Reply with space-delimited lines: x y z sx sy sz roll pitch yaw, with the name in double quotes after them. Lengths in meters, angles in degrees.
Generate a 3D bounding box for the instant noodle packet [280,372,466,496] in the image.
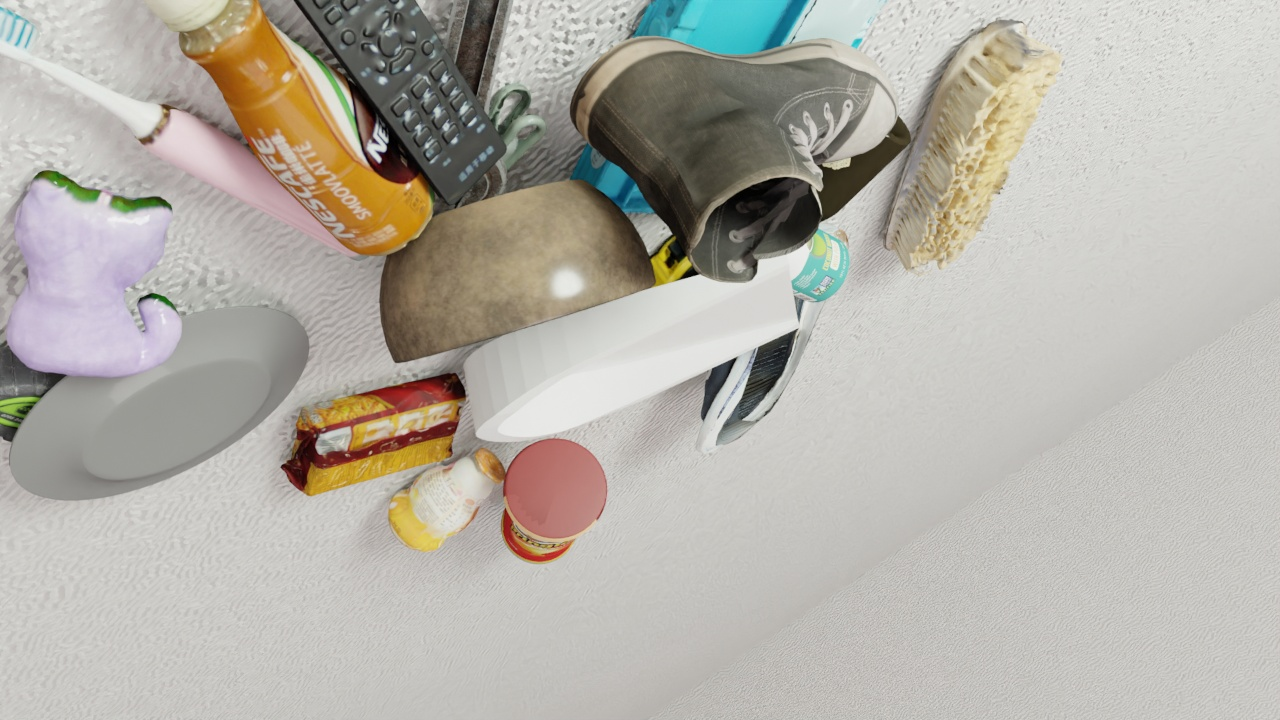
-0.202 0.057 0.704 0.135 0.039 0.099 -14 149 -33 "instant noodle packet"

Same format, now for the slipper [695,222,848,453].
0.109 -0.022 0.865 0.111 0.063 0.265 -21 145 -40 "slipper"

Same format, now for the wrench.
-0.073 -0.177 0.435 0.070 0.010 0.274 13 137 -15 "wrench"

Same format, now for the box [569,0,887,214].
0.073 -0.184 0.572 0.181 0.039 0.227 -10 147 -38 "box"

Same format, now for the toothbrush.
-0.207 -0.099 0.441 0.026 0.027 0.222 -65 152 -4 "toothbrush"

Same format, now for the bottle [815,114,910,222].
0.132 -0.125 0.728 0.045 0.045 0.185 -5 151 -41 "bottle"

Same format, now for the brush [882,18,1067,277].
0.273 -0.169 0.782 0.083 0.056 0.272 -25 153 -14 "brush"

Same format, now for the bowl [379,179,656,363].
-0.077 -0.055 0.542 0.162 0.070 0.162 -17 -174 2 "bowl"

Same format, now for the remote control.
-0.116 -0.141 0.433 0.047 0.022 0.150 -48 142 -14 "remote control"

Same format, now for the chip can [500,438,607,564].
-0.087 0.138 0.856 0.087 0.087 0.214 -23 167 -16 "chip can"

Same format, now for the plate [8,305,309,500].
-0.281 0.032 0.558 0.178 0.012 0.178 -36 165 -12 "plate"

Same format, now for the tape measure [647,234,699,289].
0.042 -0.074 0.727 0.071 0.042 0.072 3 136 -44 "tape measure"

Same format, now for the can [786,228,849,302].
0.109 -0.083 0.698 0.101 0.054 0.055 19 127 -36 "can"

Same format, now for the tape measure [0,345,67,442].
-0.337 0.015 0.498 0.059 0.035 0.065 -22 157 4 "tape measure"

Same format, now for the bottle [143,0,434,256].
-0.160 -0.116 0.428 0.059 0.059 0.167 -32 145 2 "bottle"

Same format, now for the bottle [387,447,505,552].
-0.172 0.122 0.819 0.109 0.063 0.063 -38 153 13 "bottle"

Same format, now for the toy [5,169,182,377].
-0.264 -0.039 0.451 0.080 0.036 0.100 9 109 -39 "toy"

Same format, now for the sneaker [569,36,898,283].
0.085 -0.118 0.530 0.234 0.120 0.095 -8 147 -42 "sneaker"

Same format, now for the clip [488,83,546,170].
-0.084 -0.123 0.529 0.023 0.037 0.075 1 145 -49 "clip"

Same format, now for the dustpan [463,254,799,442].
-0.004 0.004 0.700 0.258 0.053 0.191 -15 167 9 "dustpan"
